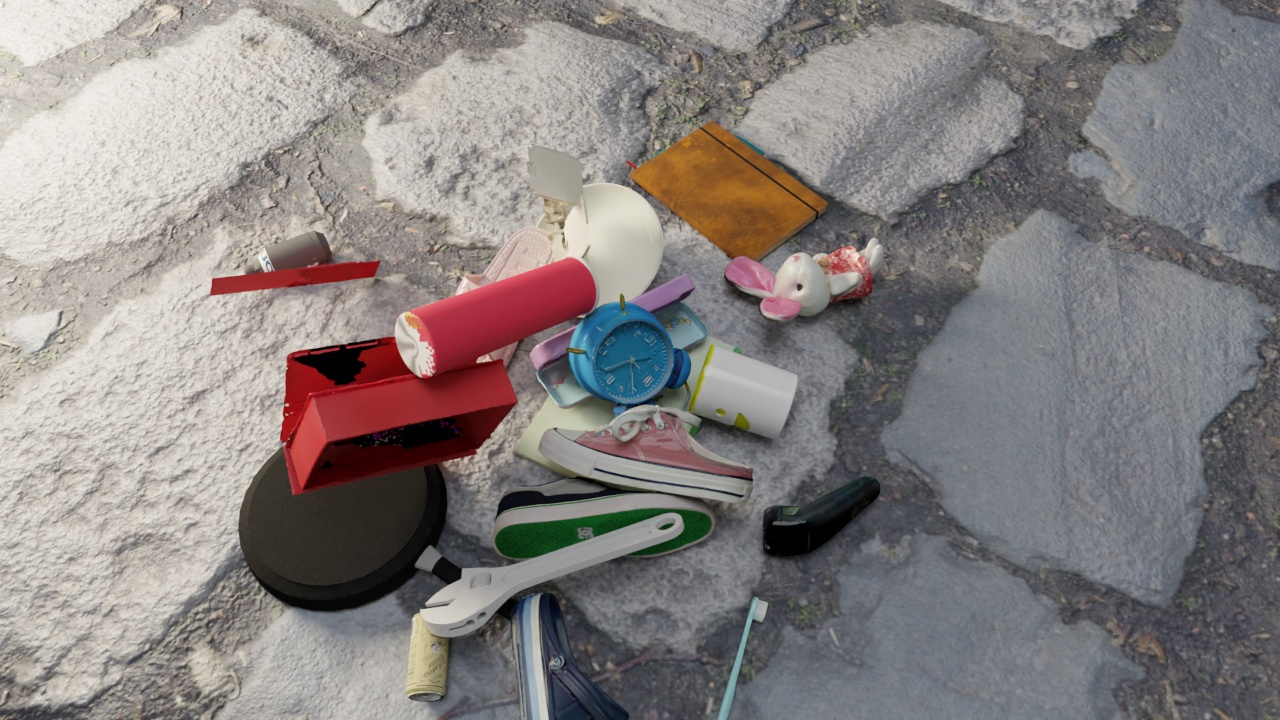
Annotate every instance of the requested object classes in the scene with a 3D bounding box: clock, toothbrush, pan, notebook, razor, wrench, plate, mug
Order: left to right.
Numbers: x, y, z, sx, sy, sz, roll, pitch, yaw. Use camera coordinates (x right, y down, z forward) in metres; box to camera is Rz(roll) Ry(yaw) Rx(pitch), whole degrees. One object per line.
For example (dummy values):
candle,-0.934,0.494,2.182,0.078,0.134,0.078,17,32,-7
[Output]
pan,-0.272,0.189,0.995,0.356,0.034,0.224,25,59,18
wrench,-0.085,0.209,0.912,0.273,0.018,0.086,-18,23,0
plate,-0.055,-0.138,1.186,0.182,0.034,0.182,-4,75,16
notebook,-0.011,0.046,1.100,0.182,0.010,0.251,23,59,16
clock,-0.006,0.006,1.049,0.116,0.161,0.060,-47,25,-7
notebook,0.124,-0.248,1.296,0.178,0.014,0.249,-37,63,-21
toothbrush,0.094,0.319,0.910,0.016,0.016,0.180,22,58,5
mug,0.118,0.036,1.054,0.106,0.083,0.082,19,58,3
razor,0.194,0.162,0.998,0.151,0.054,0.067,-25,42,-22

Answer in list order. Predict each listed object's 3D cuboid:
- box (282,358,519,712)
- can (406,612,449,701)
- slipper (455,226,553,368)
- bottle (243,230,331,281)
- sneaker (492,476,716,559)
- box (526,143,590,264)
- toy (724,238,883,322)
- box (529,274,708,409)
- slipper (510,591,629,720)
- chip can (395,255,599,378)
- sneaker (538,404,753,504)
box,-0.219,0.171,0.936,0.213,0.153,0.325,-10,84,-36
can,-0.212,0.296,0.917,0.038,0.038,0.079,-3,56,-1
slipper,-0.181,-0.074,1.133,0.094,0.064,0.239,23,72,18
bottle,-0.466,-0.134,1.212,0.112,0.047,0.047,-25,59,-15
sneaker,-0.039,0.159,0.987,0.235,0.084,0.079,-2,39,-1
box,-0.081,-0.162,1.080,0.069,0.191,0.143,-12,77,7
toy,0.218,-0.101,1.155,0.194,0.084,0.159,-15,34,-8
box,-0.027,-0.028,1.108,0.214,0.096,0.077,-27,25,-16
slipper,-0.061,0.328,0.850,0.095,0.105,0.252,-17,54,-2
chip can,-0.143,-0.049,0.952,0.069,0.069,0.219,40,43,24
sneaker,0.007,0.090,0.985,0.241,0.118,0.088,10,88,15
